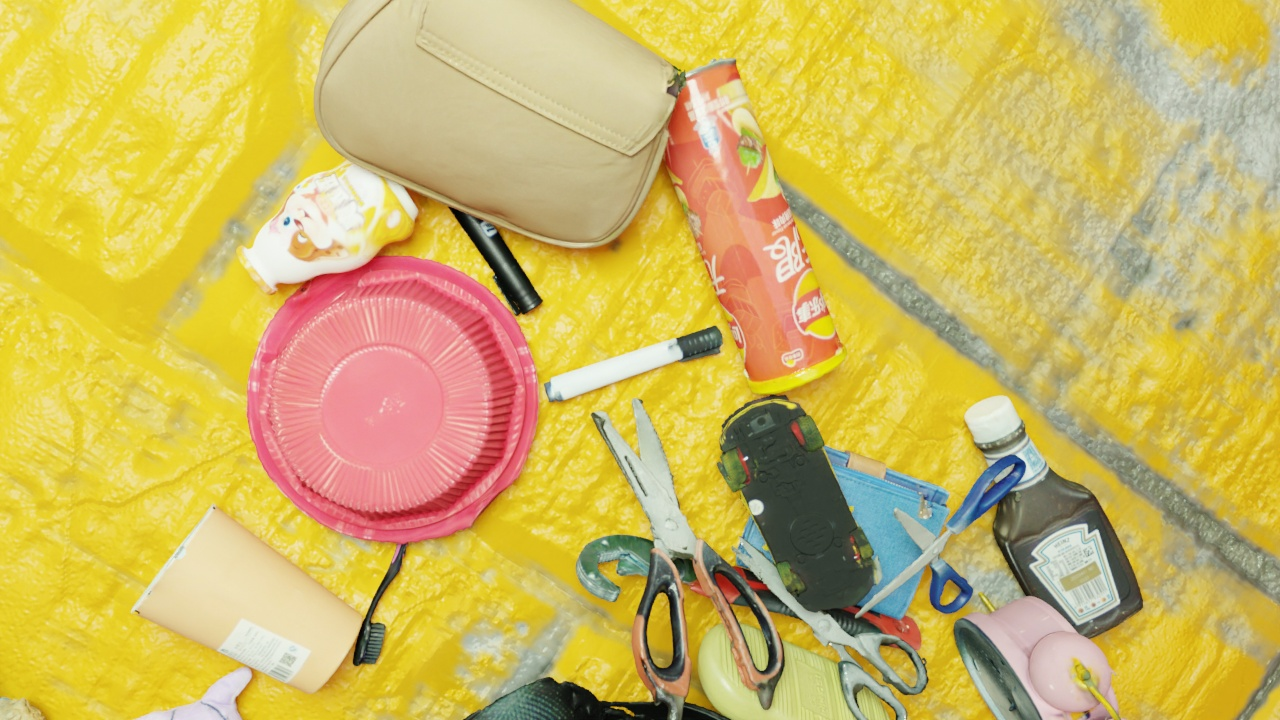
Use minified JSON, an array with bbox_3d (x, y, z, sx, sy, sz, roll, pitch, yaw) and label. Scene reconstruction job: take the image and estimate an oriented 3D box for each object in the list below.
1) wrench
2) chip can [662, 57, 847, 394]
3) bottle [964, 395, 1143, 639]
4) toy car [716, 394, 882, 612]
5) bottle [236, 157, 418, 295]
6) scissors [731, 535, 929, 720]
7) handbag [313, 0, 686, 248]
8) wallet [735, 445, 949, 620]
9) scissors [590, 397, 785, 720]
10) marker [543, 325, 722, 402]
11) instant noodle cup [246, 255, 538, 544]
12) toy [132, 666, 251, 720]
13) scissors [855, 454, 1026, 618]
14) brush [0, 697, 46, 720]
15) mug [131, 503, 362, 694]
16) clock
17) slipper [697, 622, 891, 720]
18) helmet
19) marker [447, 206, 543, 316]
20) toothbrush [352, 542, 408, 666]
[{"bbox_3d":[0.084,0.170,0.663,0.273,0.056,0.016,15,125,-15],"label":"wrench"},{"bbox_3d":[0.071,-0.089,0.621,0.073,0.073,0.216,-23,98,-7],"label":"chip can"},{"bbox_3d":[0.305,0.117,0.695,0.080,0.044,0.195,-30,98,4],"label":"bottle"},{"bbox_3d":[0.107,0.100,0.628,0.071,0.041,0.156,-27,97,5],"label":"toy car"},{"bbox_3d":[-0.197,-0.084,0.578,0.108,0.063,0.063,-33,100,-6],"label":"bottle"},{"bbox_3d":[0.127,0.195,0.645,0.174,0.014,0.136,12,70,-18],"label":"scissors"},{"bbox_3d":[-0.080,-0.158,0.546,0.204,0.099,0.148,21,135,-29],"label":"handbag"},{"bbox_3d":[0.147,0.120,0.670,0.133,0.040,0.106,19,95,-5],"label":"wallet"},{"bbox_3d":[0.021,0.133,0.609,0.195,0.015,0.215,31,54,-12],"label":"scissors"},{"bbox_3d":[-0.004,0.004,0.644,0.130,0.018,0.022,-19,108,-8],"label":"marker"},{"bbox_3d":[-0.160,0.027,0.587,0.193,0.066,0.194,0,91,-8],"label":"instant noodle cup"},{"bbox_3d":[-0.279,0.266,0.610,0.083,0.039,0.108,-26,98,-15],"label":"toy"},{"bbox_3d":[0.214,0.127,0.644,0.162,0.012,0.173,-50,134,-2],"label":"scissors"},{"bbox_3d":[-0.426,0.184,0.580,0.083,0.046,0.254,-13,94,-4],"label":"brush"},{"bbox_3d":[-0.246,0.158,0.589,0.122,0.078,0.078,38,88,-15],"label":"mug"},{"bbox_3d":[0.289,0.231,0.645,0.060,0.158,0.117,-26,100,-4],"label":"clock"},{"bbox_3d":[0.106,0.258,0.663,0.190,0.091,0.082,34,123,-17],"label":"slipper"},{"bbox_3d":[-0.028,0.339,0.568,0.274,0.233,0.231,-13,141,-17],"label":"helmet"},{"bbox_3d":[-0.110,-0.089,0.616,0.022,0.020,0.132,-28,102,23],"label":"marker"},{"bbox_3d":[-0.160,0.122,0.630,0.017,0.014,0.189,20,91,-28],"label":"toothbrush"}]
